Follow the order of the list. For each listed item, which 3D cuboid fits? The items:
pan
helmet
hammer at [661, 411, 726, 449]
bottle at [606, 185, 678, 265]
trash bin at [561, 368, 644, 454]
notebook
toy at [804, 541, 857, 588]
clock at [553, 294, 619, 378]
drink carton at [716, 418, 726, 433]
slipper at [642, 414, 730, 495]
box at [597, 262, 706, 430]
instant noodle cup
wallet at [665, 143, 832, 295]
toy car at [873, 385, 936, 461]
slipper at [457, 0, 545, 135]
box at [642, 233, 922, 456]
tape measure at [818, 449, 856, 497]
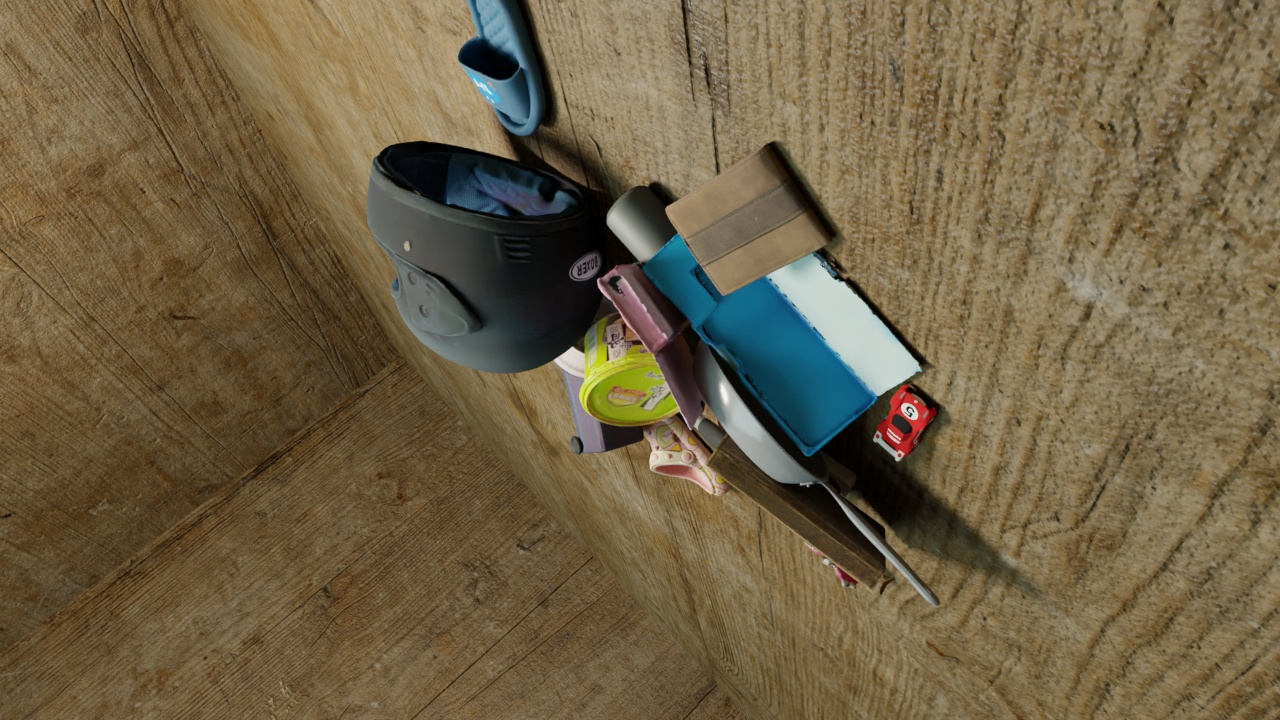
[{"bbox_3d":[0.168,0.110,0.930,0.356,0.051,0.200,54,-165,14],"label":"pan"},{"bbox_3d":[-0.198,-0.113,1.138,0.316,0.248,0.236,23,123,20],"label":"helmet"},{"bbox_3d":[0.094,0.093,1.175,0.311,0.029,0.125,43,151,48],"label":"hammer"},{"bbox_3d":[0.018,-0.127,0.958,0.108,0.060,0.060,48,163,7],"label":"bottle"},{"bbox_3d":[-0.061,0.052,1.380,0.092,0.093,0.161,-11,93,61],"label":"trash bin"},{"bbox_3d":[0.168,0.153,0.966,0.215,0.034,0.190,37,-166,7],"label":"notebook"},{"bbox_3d":[0.248,0.240,1.163,0.065,0.050,0.102,38,-166,-39],"label":"toy"},{"bbox_3d":[-0.082,-0.053,1.272,0.158,0.116,0.059,48,152,7],"label":"clock"},{"bbox_3d":[0.117,0.079,1.185,0.069,0.038,0.122,36,151,41],"label":"drink carton"},{"bbox_3d":[0.049,0.145,1.402,0.197,0.081,0.093,44,163,13],"label":"slipper"},{"bbox_3d":[0.033,-0.026,0.980,0.179,0.039,0.232,59,-169,-3],"label":"box"},{"bbox_3d":[-0.007,0.007,1.147,0.146,0.146,0.097,77,-177,-55],"label":"instant noodle cup"},{"bbox_3d":[0.090,-0.117,0.786,0.121,0.026,0.098,-27,104,42],"label":"wallet"},{"bbox_3d":[0.241,0.058,0.839,0.038,0.025,0.090,44,161,22],"label":"toy car"},{"bbox_3d":[-0.154,-0.323,0.991,0.104,0.059,0.214,41,159,23],"label":"slipper"},{"bbox_3d":[0.134,-0.049,0.856,0.243,0.071,0.171,49,131,5],"label":"box"},{"bbox_3d":[0.214,0.131,1.055,0.064,0.016,0.065,35,157,22],"label":"tape measure"}]
